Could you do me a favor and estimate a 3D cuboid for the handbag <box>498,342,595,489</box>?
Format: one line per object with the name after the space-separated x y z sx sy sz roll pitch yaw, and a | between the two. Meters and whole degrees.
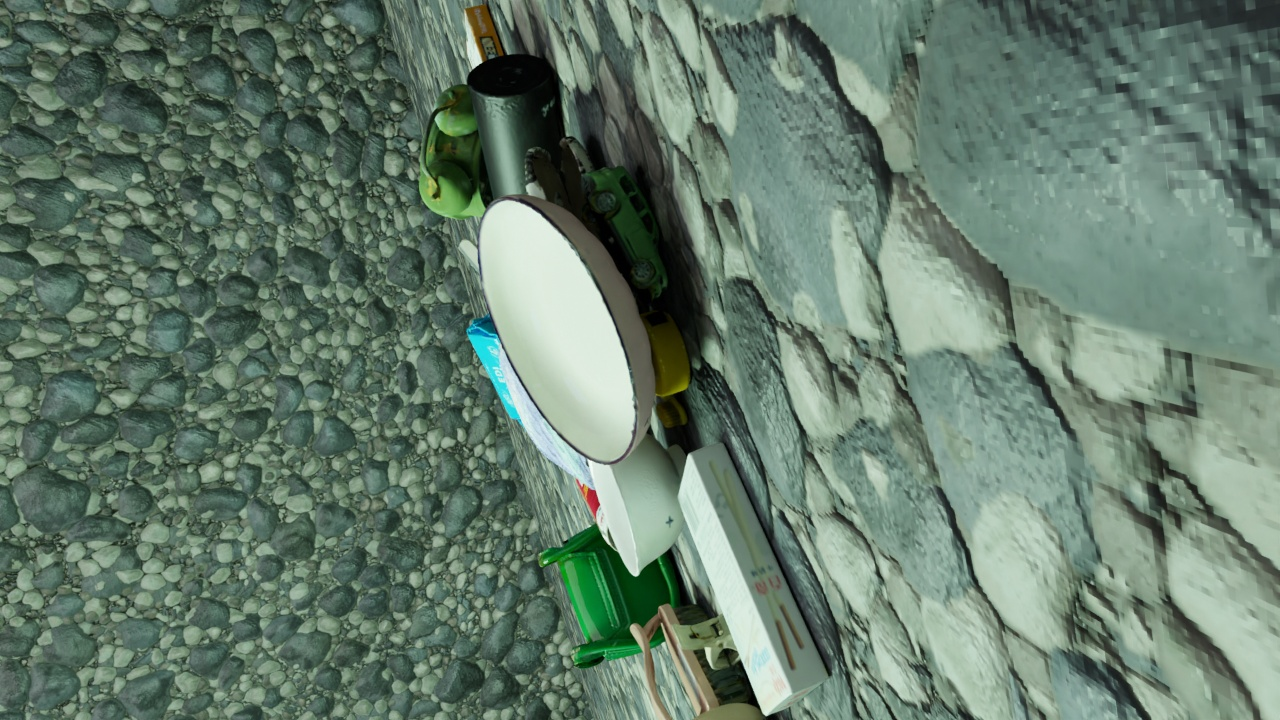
-0.066 0.033 0.856 0.194 0.075 0.134 20 134 64 | handbag

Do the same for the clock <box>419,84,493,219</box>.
-0.151 -0.184 0.826 0.161 0.056 0.116 -7 -70 -69 | clock

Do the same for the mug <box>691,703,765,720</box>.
0.084 0.326 0.665 0.124 0.084 0.103 51 -178 -37 | mug

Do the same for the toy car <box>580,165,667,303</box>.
-0.009 -0.080 0.584 0.091 0.036 0.043 66 166 -3 | toy car

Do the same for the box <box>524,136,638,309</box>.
-0.033 -0.088 0.692 0.074 0.077 0.163 -39 -70 -82 | box

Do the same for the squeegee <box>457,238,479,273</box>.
-0.114 -0.117 0.998 0.246 0.039 0.247 49 154 17 | squeegee

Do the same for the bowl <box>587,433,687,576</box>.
0.006 0.097 0.700 0.118 0.064 0.118 162 90 -77 | bowl

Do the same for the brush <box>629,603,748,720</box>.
0.037 0.256 0.763 0.145 0.073 0.063 -127 22 -61 | brush

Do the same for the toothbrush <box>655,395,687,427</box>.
-0.004 0.004 0.729 0.190 0.016 0.016 -128 23 -58 | toothbrush

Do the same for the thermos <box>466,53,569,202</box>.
-0.098 -0.153 0.825 0.243 0.068 0.089 86 -175 -47 | thermos

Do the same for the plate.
-0.046 -0.023 0.618 0.192 0.039 0.193 41 146 37 | plate

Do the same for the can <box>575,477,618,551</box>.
-0.022 0.128 0.844 0.133 0.053 0.053 -136 31 -69 | can

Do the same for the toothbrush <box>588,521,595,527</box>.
-0.035 0.233 1.179 0.020 0.029 0.190 -67 14 -4 | toothbrush

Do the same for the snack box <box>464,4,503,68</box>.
-0.148 -0.282 0.950 0.075 0.026 0.153 113 138 -72 | snack box

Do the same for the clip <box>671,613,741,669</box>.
0.059 0.201 0.679 0.097 0.060 0.034 71 176 -59 | clip

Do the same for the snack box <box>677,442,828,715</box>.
0.065 0.138 0.582 0.085 0.027 0.156 97 153 -61 | snack box

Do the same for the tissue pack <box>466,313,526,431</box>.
-0.121 -0.004 0.984 0.063 0.089 0.140 5 129 43 | tissue pack

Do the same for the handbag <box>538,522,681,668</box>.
-0.026 0.219 0.882 0.068 0.120 0.131 89 159 -70 | handbag

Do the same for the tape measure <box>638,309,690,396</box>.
0.011 -0.004 0.623 0.057 0.029 0.060 -162 55 -74 | tape measure
